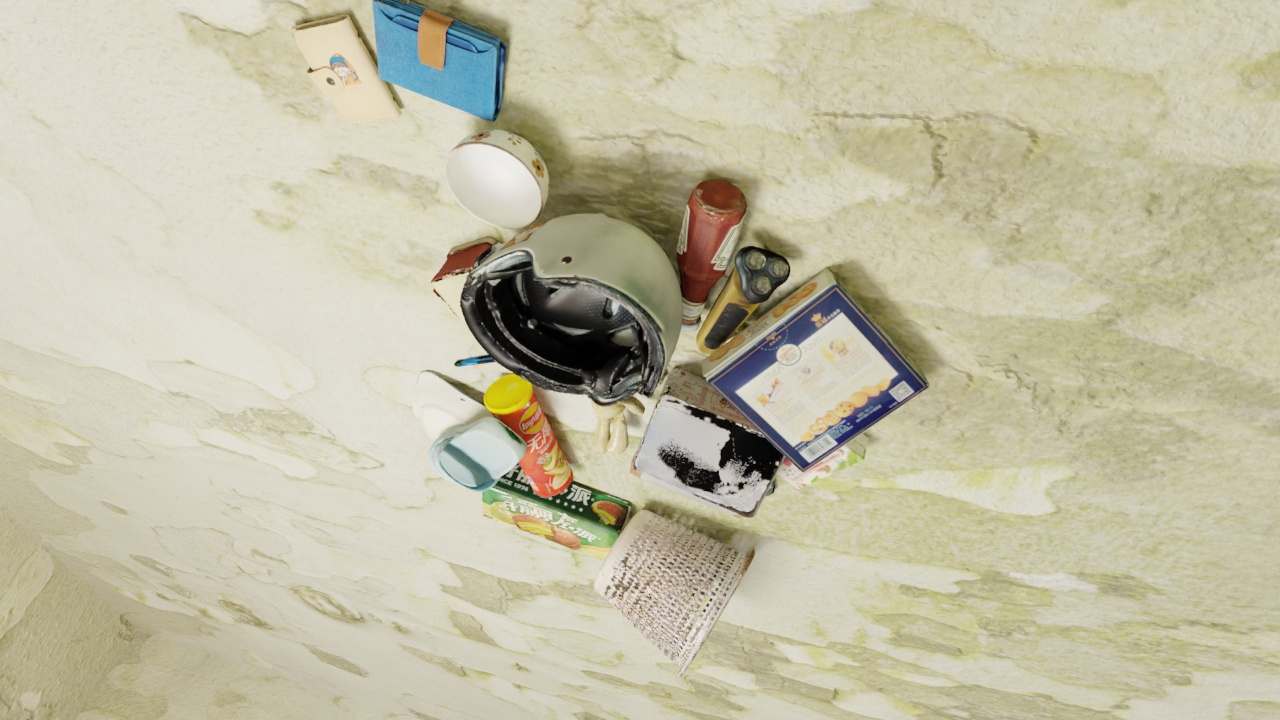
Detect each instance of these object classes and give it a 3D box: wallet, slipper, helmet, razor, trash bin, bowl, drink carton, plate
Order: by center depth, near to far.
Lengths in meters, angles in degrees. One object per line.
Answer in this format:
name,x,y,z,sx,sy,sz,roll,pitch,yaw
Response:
wallet,-0.201,-0.301,0.918,0.133,0.040,0.107,21,147,2
wallet,-0.317,-0.307,0.980,0.087,0.024,0.115,2,139,27
bowl,-0.145,-0.203,0.984,0.113,0.062,0.114,15,141,12
razor,0.105,-0.060,1.020,0.062,0.067,0.168,17,143,-12
helmet,-0.062,-0.073,1.022,0.230,0.156,0.275,45,151,-23
drink carton,0.232,0.123,1.193,0.053,0.045,0.123,37,140,-16
slipper,-0.245,0.148,1.345,0.104,0.074,0.246,43,146,-13
plate,-0.290,0.101,1.424,0.163,0.034,0.165,32,143,4
trash bin,0.043,0.345,1.439,0.192,0.226,0.228,31,143,10

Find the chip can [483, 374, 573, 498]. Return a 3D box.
chip can,-0.163,0.115,1.365,0.073,0.073,0.217,5,140,22

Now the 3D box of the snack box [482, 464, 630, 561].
snack box,-0.142,0.246,1.513,0.240,0.063,0.115,20,143,4

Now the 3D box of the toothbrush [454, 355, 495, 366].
toothbrush,-0.192,-0.004,1.285,0.190,0.014,0.016,-8,156,35

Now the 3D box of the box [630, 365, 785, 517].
box,0.082,0.139,1.228,0.179,0.125,0.274,22,143,3

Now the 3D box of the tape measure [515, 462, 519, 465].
tape measure,-0.204,0.139,1.449,0.058,0.025,0.055,46,143,-13

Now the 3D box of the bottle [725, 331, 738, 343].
bottle,0.153,0.021,1.105,0.149,0.066,0.067,46,137,-17

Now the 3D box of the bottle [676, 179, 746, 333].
bottle,0.066,-0.105,0.998,0.060,0.059,0.207,19,143,5

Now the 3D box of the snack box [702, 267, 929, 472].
snack box,0.195,0.016,1.029,0.178,0.045,0.182,-38,114,20

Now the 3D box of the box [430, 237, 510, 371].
box,-0.182,-0.062,1.156,0.091,0.079,0.168,-11,130,35

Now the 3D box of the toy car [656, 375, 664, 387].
toy car,-0.007,0.007,1.186,0.042,0.035,0.090,-16,130,41

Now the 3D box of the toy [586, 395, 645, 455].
toy,-0.047,0.067,1.251,0.105,0.066,0.157,23,138,28

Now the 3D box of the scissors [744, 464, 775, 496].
scissors,0.158,0.133,1.273,0.135,0.014,0.175,29,139,-5
